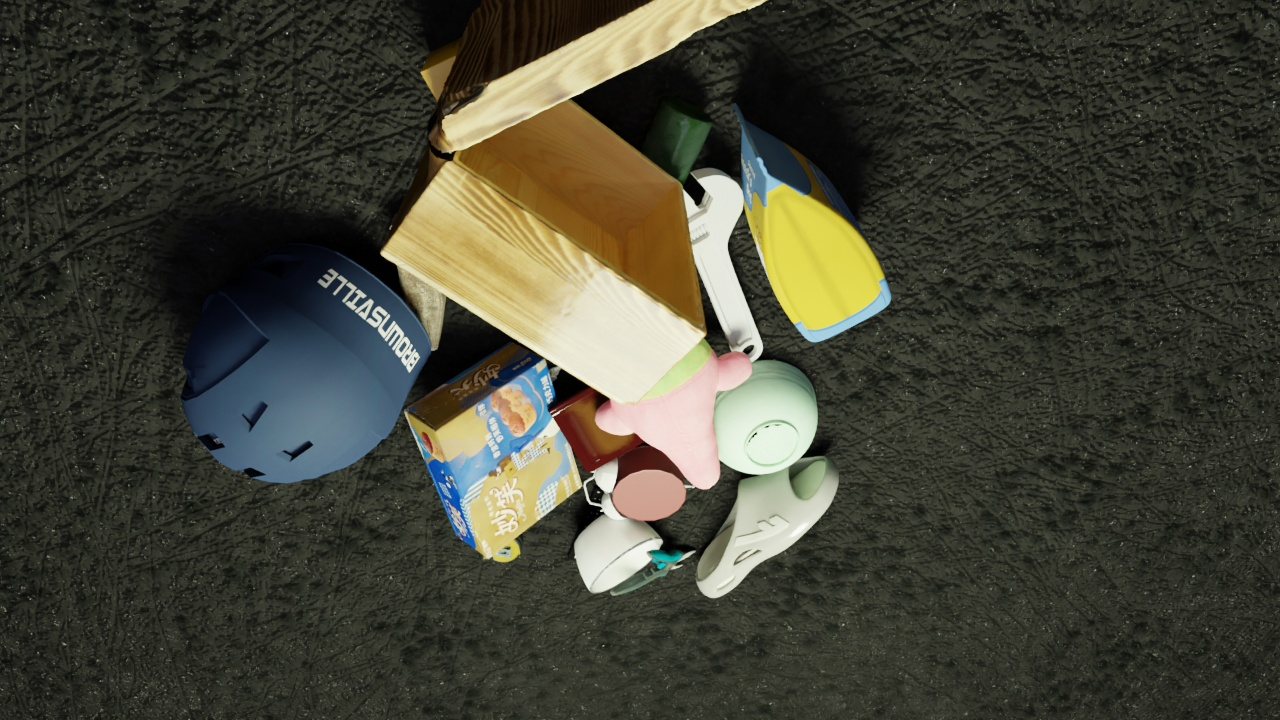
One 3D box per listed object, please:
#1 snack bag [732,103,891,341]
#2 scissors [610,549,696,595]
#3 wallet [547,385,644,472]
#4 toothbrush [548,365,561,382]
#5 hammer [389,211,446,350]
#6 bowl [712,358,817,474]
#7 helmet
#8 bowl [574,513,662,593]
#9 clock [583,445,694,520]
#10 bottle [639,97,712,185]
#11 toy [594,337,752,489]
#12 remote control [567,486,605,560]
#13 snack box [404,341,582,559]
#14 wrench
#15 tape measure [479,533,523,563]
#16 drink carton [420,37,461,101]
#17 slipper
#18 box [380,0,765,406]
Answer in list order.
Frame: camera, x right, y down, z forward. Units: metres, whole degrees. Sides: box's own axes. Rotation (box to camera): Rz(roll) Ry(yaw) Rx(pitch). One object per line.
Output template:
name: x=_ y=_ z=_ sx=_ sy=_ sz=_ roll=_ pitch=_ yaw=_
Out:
snack bag: x=0.150 y=-0.144 z=0.905 sx=0.102 sy=0.158 sz=0.205 roll=-28 pitch=120 yaw=14
scissors: x=0.017 y=0.282 z=1.237 sx=0.124 sy=0.019 sz=0.154 roll=-36 pitch=154 yaw=-4
wallet: x=-0.048 y=0.074 z=1.093 sx=0.091 sy=0.018 sz=0.116 roll=-30 pitch=131 yaw=-4
toothbrush: x=-0.049 y=-0.026 z=1.066 sx=0.187 sy=0.017 sz=0.012 roll=-38 pitch=122 yaw=22
hammer: x=-0.110 y=-0.089 z=1.007 sx=0.301 sy=0.037 sz=0.158 roll=-2 pitch=125 yaw=-1
bowl: x=0.149 y=0.080 z=1.106 sx=0.151 sy=0.077 sz=0.151 roll=-4 pitch=122 yaw=-7
helmet: x=-0.382 y=0.022 z=0.992 sx=0.273 sy=0.222 sz=0.232 roll=-4 pitch=135 yaw=48
bowl: x=-0.035 y=0.246 z=1.210 sx=0.116 sy=0.065 sz=0.116 roll=-30 pitch=154 yaw=-17
clock: x=-0.002 y=0.156 z=1.157 sx=0.137 sy=0.048 sz=0.096 roll=-8 pitch=129 yaw=3
bottle: x=0.013 y=-0.175 z=0.931 sx=0.055 sy=0.055 sz=0.174 roll=18 pitch=118 yaw=-15
toy: x=0.038 y=0.046 z=1.037 sx=0.192 sy=0.096 sz=0.237 roll=-21 pitch=116 yaw=8
remote control: x=-0.067 y=0.225 z=1.249 sx=0.030 sy=0.009 sz=0.140 roll=13 pitch=124 yaw=-12
snack box: x=-0.166 y=0.105 z=1.075 sx=0.154 sy=0.069 sz=0.203 roll=-35 pitch=131 yaw=-29
wrench: x=0.096 y=-0.094 z=0.999 sx=0.086 sy=0.018 sz=0.273 roll=-31 pitch=134 yaw=-2
tape measure: x=-0.190 y=0.248 z=1.246 sx=0.061 sy=0.034 sz=0.062 roll=0 pitch=126 yaw=-4
drink carton: x=-0.159 y=-0.240 z=0.884 sx=0.040 sy=0.058 sz=0.122 roll=-20 pitch=124 yaw=12
slipper: x=0.141 y=0.208 z=1.197 sx=0.080 sy=0.112 sz=0.267 roll=35 pitch=123 yaw=-11
box: x=-0.026 y=-0.208 z=0.708 sx=0.284 sy=0.278 sz=0.324 roll=31 pitch=120 yaw=-22
